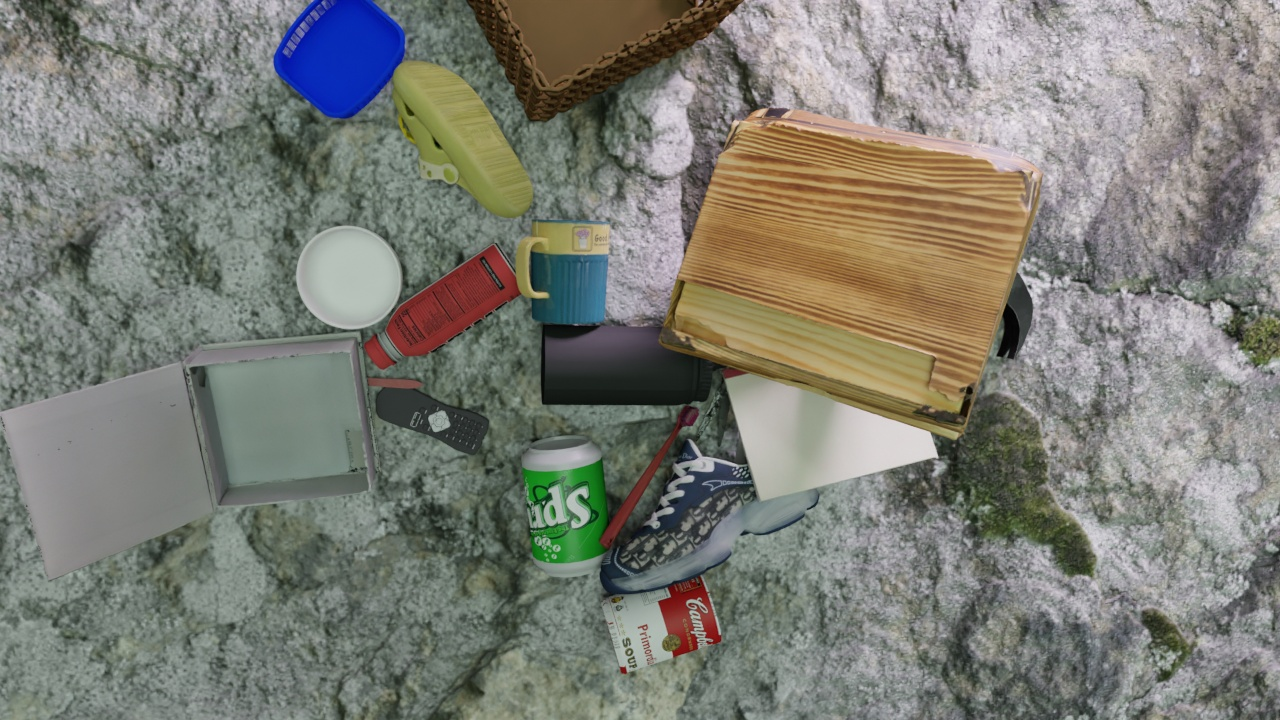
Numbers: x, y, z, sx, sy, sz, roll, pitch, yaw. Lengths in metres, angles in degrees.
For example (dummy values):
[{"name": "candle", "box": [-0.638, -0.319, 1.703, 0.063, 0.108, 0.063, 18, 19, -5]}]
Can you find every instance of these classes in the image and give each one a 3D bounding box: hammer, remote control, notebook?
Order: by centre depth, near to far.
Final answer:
[{"name": "remote control", "box": [-0.229, 0.063, 1.004, 0.124, 0.009, 0.046, 23, 94, -11]}, {"name": "notebook", "box": [0.209, 0.058, 1.012, 0.208, 0.012, 0.153, -13, 77, -8]}, {"name": "hammer", "box": [0.311, -0.011, 1.065, 0.305, 0.040, 0.132, -30, 98, -3]}]

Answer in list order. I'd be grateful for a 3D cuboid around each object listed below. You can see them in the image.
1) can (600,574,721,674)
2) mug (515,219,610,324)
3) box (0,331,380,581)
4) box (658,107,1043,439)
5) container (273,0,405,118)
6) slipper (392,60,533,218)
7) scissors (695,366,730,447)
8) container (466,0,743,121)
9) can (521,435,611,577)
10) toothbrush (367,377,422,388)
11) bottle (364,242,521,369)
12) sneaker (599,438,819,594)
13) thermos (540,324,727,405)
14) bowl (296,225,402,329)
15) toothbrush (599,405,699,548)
[{"name": "can", "box": [0.022, 0.294, 1.035, 0.116, 0.086, 0.086, -16, 100, -7]}, {"name": "mug", "box": [-0.086, -0.094, 0.958, 0.113, 0.083, 0.107, -9, 107, -51]}, {"name": "box", "box": [-0.494, 0.092, 0.873, 0.477, 0.119, 0.166, -14, 111, -29]}, {"name": "box", "box": [0.194, -0.085, 0.837, 0.279, 0.167, 0.245, 18, 92, 23]}, {"name": "container", "box": [-0.297, -0.305, 0.919, 0.096, 0.058, 0.114, 41, 90, -12]}, {"name": "slipper", "box": [-0.189, -0.217, 0.945, 0.082, 0.091, 0.190, -36, 93, 37]}, {"name": "scissors", "box": [0.111, 0.014, 1.047, 0.154, 0.012, 0.163, -19, 99, -5]}, {"name": "container", "box": [-0.060, -0.395, 0.863, 0.219, 0.214, 0.251, -29, 101, -4]}, {"name": "can", "box": [-0.080, 0.157, 1.001, 0.087, 0.088, 0.140, -7, 99, -8]}, {"name": "toothbrush", "box": [-0.326, 0.021, 0.977, 0.184, 0.015, 0.015, 4, 97, -7]}, {"name": "bottle", "box": [-0.208, -0.052, 0.965, 0.176, 0.062, 0.062, -34, 101, -3]}, {"name": "sneaker", "box": [0.061, 0.156, 1.010, 0.269, 0.103, 0.132, -25, 88, -21]}, {"name": "thermos", "box": [-0.006, 0.006, 0.992, 0.198, 0.086, 0.086, 1, 97, -9]}, {"name": "bowl", "box": [-0.298, -0.087, 0.952, 0.105, 0.054, 0.105, -1, 100, -7]}, {"name": "toothbrush", "box": [0.012, 0.125, 1.008, 0.016, 0.016, 0.189, 49, 63, -31]}]
